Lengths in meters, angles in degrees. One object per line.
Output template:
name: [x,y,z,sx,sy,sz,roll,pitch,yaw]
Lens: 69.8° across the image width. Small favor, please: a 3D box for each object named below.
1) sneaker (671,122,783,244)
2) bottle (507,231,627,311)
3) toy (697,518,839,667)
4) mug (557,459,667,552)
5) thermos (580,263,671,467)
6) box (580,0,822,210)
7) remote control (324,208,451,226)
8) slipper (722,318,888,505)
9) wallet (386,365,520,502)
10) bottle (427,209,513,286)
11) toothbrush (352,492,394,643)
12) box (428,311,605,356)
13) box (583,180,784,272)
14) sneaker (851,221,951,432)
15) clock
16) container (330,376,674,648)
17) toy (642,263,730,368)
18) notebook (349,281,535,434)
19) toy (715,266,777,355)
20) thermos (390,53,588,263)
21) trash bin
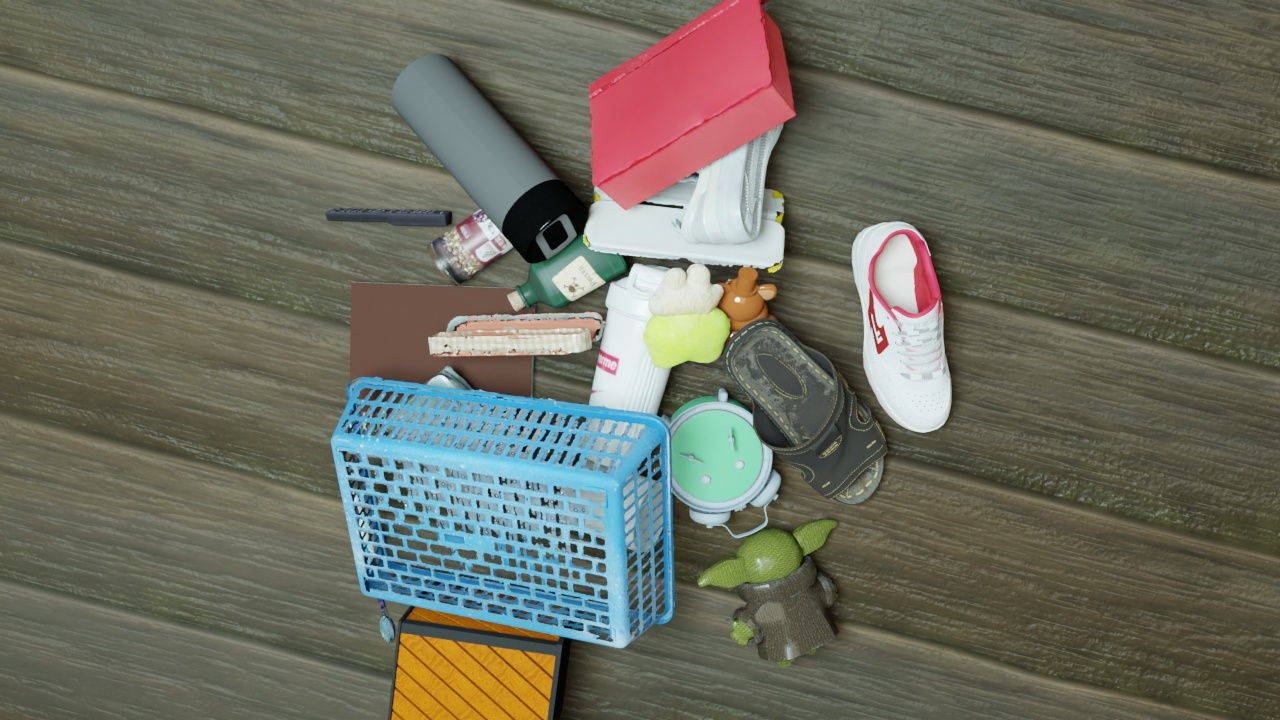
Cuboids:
sneaker: [0.087,-0.224,0.952,0.091,0.089,0.241,-2,61,30]
bottle: [-0.084,-0.094,1.008,0.131,0.061,0.061,-29,95,0]
toy: [0.158,0.264,1.030,0.179,0.078,0.152,-19,90,-20]
mug: [-0.026,0.170,1.023,0.097,0.112,0.078,14,52,28]
thermos: [-0.006,0.006,1.005,0.099,0.099,0.220,14,100,1]
box: [0.047,-0.256,0.913,0.215,0.152,0.164,-23,98,29]
remote control: [-0.283,-0.161,1.032,0.136,0.032,0.015,2,107,3]
slipper: [0.185,0.065,0.979,0.113,0.075,0.268,-39,116,5]
wallet: [-0.204,0.081,1.018,0.100,0.054,0.131,-42,102,10]
bottle: [-0.177,-0.134,1.016,0.105,0.056,0.056,-33,93,5]
toothbrush: [-0.319,0.243,1.081,0.016,0.017,0.189,-13,96,5]
box: [-0.132,-0.026,0.980,0.187,0.082,0.042,0,104,17]
box: [0.049,-0.152,0.980,0.209,0.129,0.036,8,140,1]
sneaker: [0.289,-0.032,0.981,0.090,0.104,0.236,-10,96,3]
clock: [0.091,0.121,1.021,0.122,0.075,0.161,-25,95,5]
container: [-0.151,0.166,0.949,0.363,0.089,0.257,6,117,17]
toy: [0.047,-0.044,0.929,0.092,0.046,0.115,-8,123,-10]
notebook: [-0.227,0.000,1.051,0.209,0.022,0.171,2,94,2]
toy: [0.102,-0.055,0.978,0.095,0.128,0.065,1,52,-4]
thermos: [-0.158,-0.210,0.957,0.082,0.082,0.240,-43,73,6]
trash bin: [-0.172,0.343,1.023,0.172,0.139,0.140,8,96,2]
